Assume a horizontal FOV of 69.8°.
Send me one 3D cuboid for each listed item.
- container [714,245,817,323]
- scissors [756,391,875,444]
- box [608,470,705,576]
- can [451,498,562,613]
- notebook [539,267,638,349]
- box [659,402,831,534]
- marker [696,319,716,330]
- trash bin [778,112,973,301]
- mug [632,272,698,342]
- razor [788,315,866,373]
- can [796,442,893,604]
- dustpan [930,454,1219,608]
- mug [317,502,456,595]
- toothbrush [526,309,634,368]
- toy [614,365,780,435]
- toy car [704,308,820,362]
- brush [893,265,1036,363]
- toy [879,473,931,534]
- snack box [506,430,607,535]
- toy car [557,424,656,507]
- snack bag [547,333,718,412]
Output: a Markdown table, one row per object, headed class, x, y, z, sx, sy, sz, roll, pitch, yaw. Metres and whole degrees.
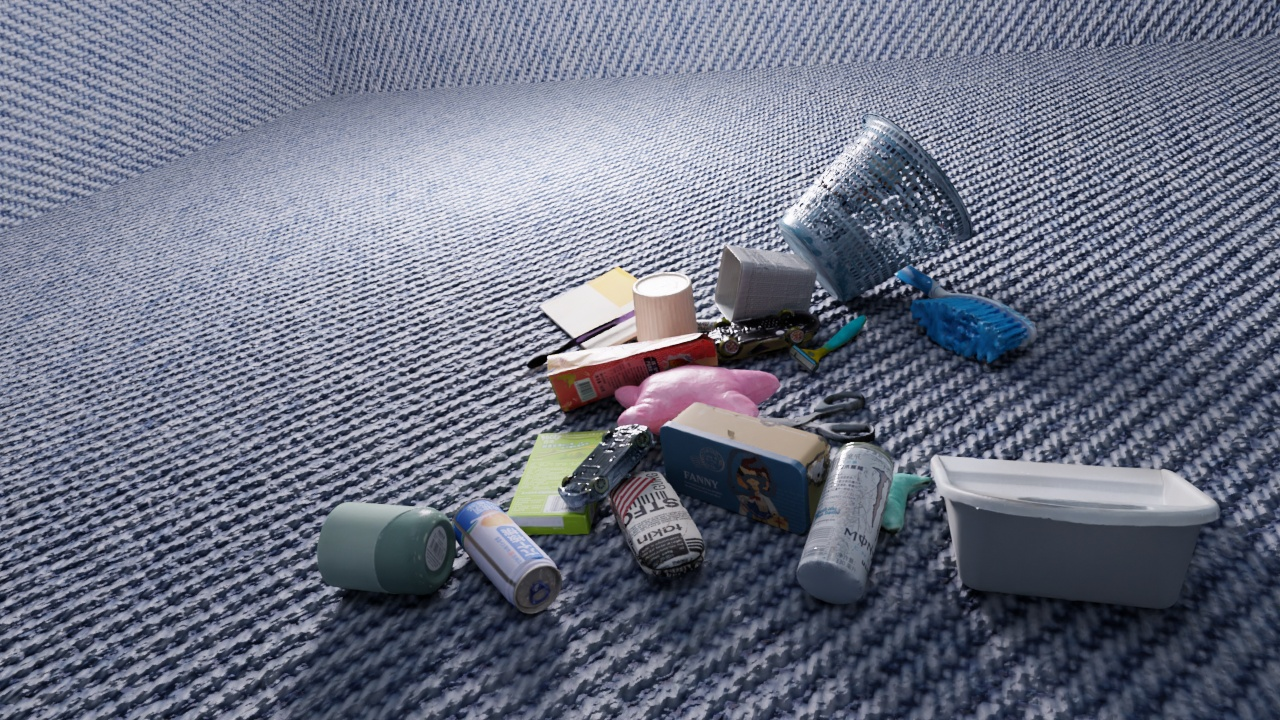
| class | x | y | z | sx | sy | sz | roll | pitch | yaw |
| --- | --- | --- | --- | --- | --- | --- | --- | --- | --- |
| container | 0.174 | -0.104 | 1.272 | 0.114 | 0.090 | 0.090 | 2 | 25 | -13 |
| scissors | 0.186 | 0.071 | 1.042 | 0.177 | 0.014 | 0.159 | -28 | 31 | -29 |
| box | 0.012 | 0.151 | 0.890 | 0.070 | 0.055 | 0.164 | -32 | 29 | -6 |
| can | -0.128 | 0.183 | 0.867 | 0.053 | 0.053 | 0.135 | -23 | 31 | -27 |
| notebook | -0.049 | -0.076 | 1.352 | 0.145 | 0.010 | 0.206 | -29 | 32 | -14 |
| box | 0.100 | 0.103 | 0.922 | 0.184 | 0.090 | 0.060 | 11 | 34 | 36 |
| marker | 0.074 | -0.049 | 1.290 | 0.146 | 0.017 | 0.016 | 0 | 29 | 15 |
| trash bin | 0.313 | -0.196 | 1.287 | 0.195 | 0.226 | 0.226 | -39 | 29 | 6 |
| mug | 0.039 | -0.060 | 1.224 | 0.082 | 0.106 | 0.114 | 3 | 30 | 20 |
| razor | 0.249 | -0.025 | 1.185 | 0.132 | 0.028 | 0.043 | -31 | 59 | -32 |
| can | 0.186 | 0.143 | 0.822 | 0.058 | 0.058 | 0.146 | 6 | 43 | 25 |
| dustpan | 0.365 | 0.107 | 0.788 | 0.223 | 0.143 | 0.257 | 2 | 31 | 18 |
| mug | -0.234 | 0.175 | 0.886 | 0.106 | 0.082 | 0.111 | 0 | 16 | 17 |
| toothbrush | -0.075 | -0.034 | 1.278 | 0.188 | 0.014 | 0.017 | -27 | 17 | -15 |
| toy | 0.066 | 0.042 | 1.063 | 0.194 | 0.075 | 0.178 | -6 | 15 | 2 |
| toy car | 0.158 | -0.032 | 1.207 | 0.158 | 0.042 | 0.070 | -10 | 28 | 3 |
| brush | 0.400 | -0.076 | 1.223 | 0.109 | 0.061 | 0.314 | -13 | 25 | -22 |
| toy | 0.229 | 0.138 | 0.884 | 0.097 | 0.030 | 0.091 | -5 | 25 | 21 |
| snack box | -0.084 | 0.129 | 0.986 | 0.086 | 0.026 | 0.156 | -3 | 28 | 9 |
| toy car | -0.033 | 0.109 | 0.939 | 0.054 | 0.037 | 0.120 | -2 | 32 | 46 |
| snack bag | -0.007 | 0.007 | 1.130 | 0.208 | 0.073 | 0.128 | -13 | -14 | 3 |
